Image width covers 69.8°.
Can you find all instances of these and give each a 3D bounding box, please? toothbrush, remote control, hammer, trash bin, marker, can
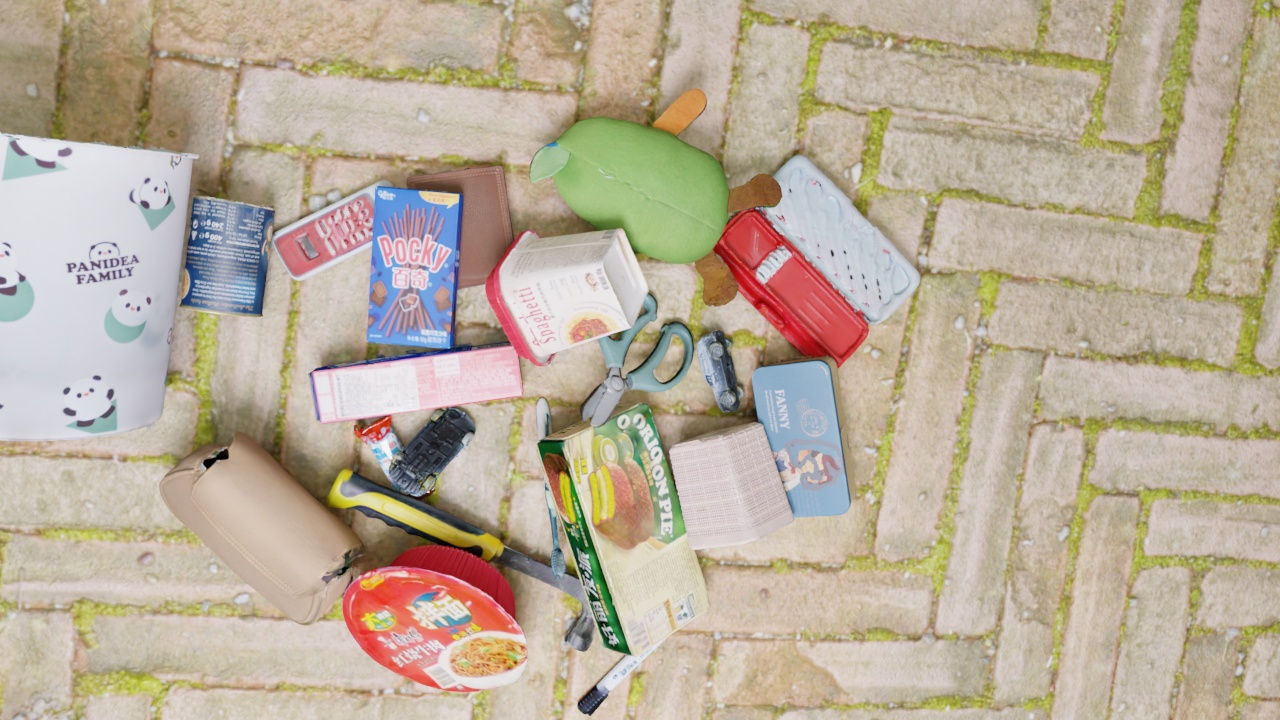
[{"bbox_3d":[-0.094,0.133,0.965,0.016,0.018,0.191,-3,78,-20],"label":"toothbrush"},{"bbox_3d":[-0.305,-0.133,0.937,0.136,0.020,0.056,-27,97,-4],"label":"remote control"},{"bbox_3d":[-0.169,0.191,0.966,0.323,0.032,0.126,27,89,-15],"label":"hammer"},{"bbox_3d":[-0.523,-0.073,0.819,0.229,0.229,0.252,5,100,-8],"label":"trash bin"},{"bbox_3d":[-0.018,0.344,1.020,0.130,0.018,0.022,-43,108,-2],"label":"marker"},{"bbox_3d":[-0.403,-0.102,0.898,0.075,0.075,0.111,8,93,-8],"label":"can"}]

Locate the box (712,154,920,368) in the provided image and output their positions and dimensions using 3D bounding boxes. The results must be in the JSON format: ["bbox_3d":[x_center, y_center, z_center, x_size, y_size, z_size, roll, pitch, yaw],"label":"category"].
[{"bbox_3d":[0.188,-0.103,0.999,0.201,0.038,0.157,44,87,-9],"label":"box"}]

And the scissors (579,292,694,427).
[{"bbox_3d":[-0.002,0.013,0.952,0.139,0.019,0.179,33,58,-15],"label":"scissors"}]

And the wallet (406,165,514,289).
[{"bbox_3d":[-0.183,-0.136,0.949,0.101,0.032,0.124,-9,96,-4],"label":"wallet"}]

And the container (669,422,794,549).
[{"bbox_3d":[0.092,0.130,0.962,0.089,0.090,0.111,-14,88,-48],"label":"container"}]

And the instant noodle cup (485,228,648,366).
[{"bbox_3d":[-0.068,-0.070,0.902,0.124,0.116,0.116,-11,123,25],"label":"instant noodle cup"}]

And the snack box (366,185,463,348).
[{"bbox_3d":[-0.227,-0.093,0.923,0.084,0.026,0.157,5,96,-1],"label":"snack box"}]

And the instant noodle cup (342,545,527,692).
[{"bbox_3d":[-0.200,0.255,0.933,0.194,0.065,0.194,6,126,9],"label":"instant noodle cup"}]

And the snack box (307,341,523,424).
[{"bbox_3d":[-0.227,0.020,0.943,0.207,0.057,0.058,-8,98,-7],"label":"snack box"}]

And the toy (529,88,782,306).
[{"bbox_3d":[0.013,-0.170,0.942,0.246,0.090,0.227,28,98,-4],"label":"toy"}]

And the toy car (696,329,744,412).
[{"bbox_3d":[0.086,0.012,0.993,0.034,0.042,0.090,-14,94,21],"label":"toy car"}]

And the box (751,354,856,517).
[{"bbox_3d":[0.176,0.075,0.986,0.090,0.059,0.184,-10,99,23],"label":"box"}]

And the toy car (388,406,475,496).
[{"bbox_3d":[-0.214,0.093,0.948,0.049,0.031,0.105,38,56,1],"label":"toy car"}]

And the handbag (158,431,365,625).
[{"bbox_3d":[-0.363,0.160,0.899,0.204,0.148,0.099,47,50,-10],"label":"handbag"}]

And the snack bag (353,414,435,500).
[{"bbox_3d":[-0.258,0.105,0.961,0.045,0.026,0.105,-28,102,-4],"label":"snack bag"}]

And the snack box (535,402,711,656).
[{"bbox_3d":[-0.016,0.174,0.959,0.114,0.063,0.240,-24,99,-36],"label":"snack box"}]
